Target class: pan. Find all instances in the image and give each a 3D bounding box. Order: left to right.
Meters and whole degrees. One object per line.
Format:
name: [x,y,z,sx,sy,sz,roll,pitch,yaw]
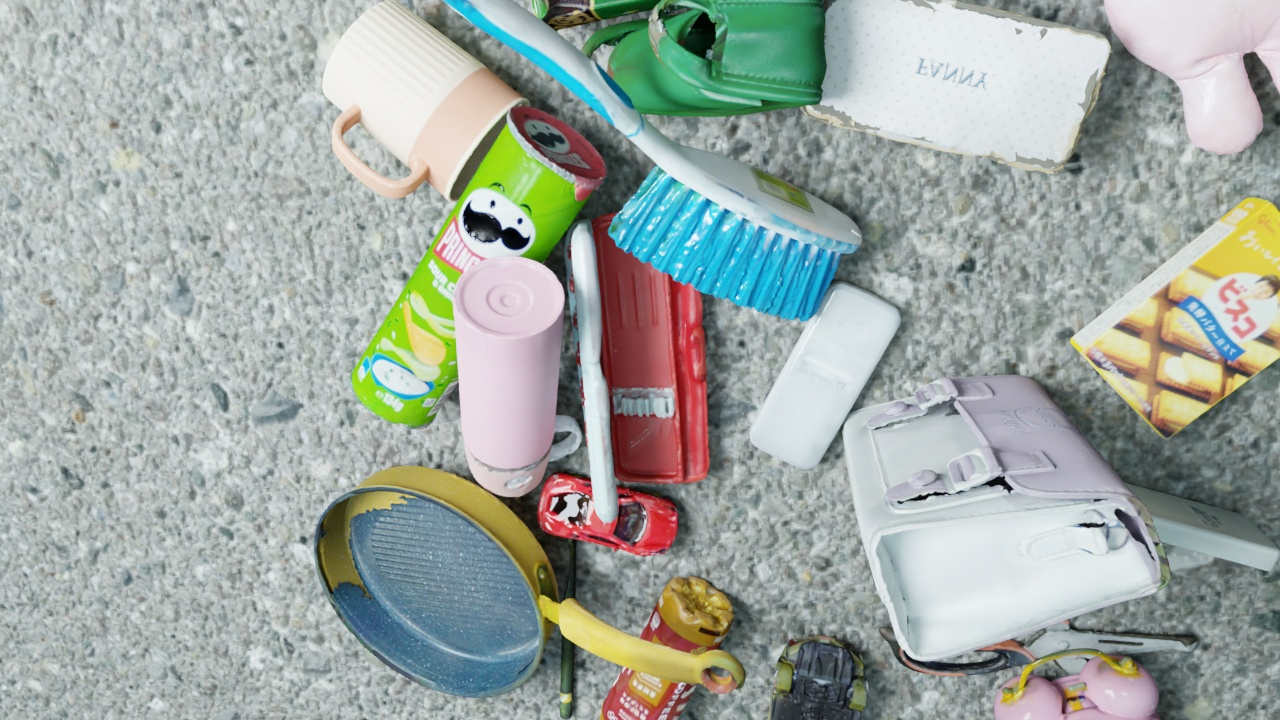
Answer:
pan: [-0.089,0.177,0.653,0.358,0.078,0.198,0,117,24]

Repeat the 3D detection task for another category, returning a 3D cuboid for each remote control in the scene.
remote control: [0.128,0.012,0.646,0.056,0.020,0.136,26,110,1]
remote control: [0.353,0.106,0.624,0.135,0.056,0.019,15,109,3]

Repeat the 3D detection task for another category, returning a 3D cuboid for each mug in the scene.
mug: [-0.147,-0.157,0.589,0.106,0.114,0.082,39,153,-2]

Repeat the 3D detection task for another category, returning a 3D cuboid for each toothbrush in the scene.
toothbrush: [-0.061,0.210,0.741,0.017,0.012,0.186,7,108,12]

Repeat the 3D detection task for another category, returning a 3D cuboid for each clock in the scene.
clock: [0.326,0.273,0.669,0.117,0.059,0.158,-22,112,17]

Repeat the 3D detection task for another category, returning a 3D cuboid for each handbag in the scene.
handbag: [0.038,-0.180,0.533,0.120,0.131,0.068,-6,103,-27]
handbag: [0.205,0.078,0.562,0.145,0.196,0.098,-16,105,12]

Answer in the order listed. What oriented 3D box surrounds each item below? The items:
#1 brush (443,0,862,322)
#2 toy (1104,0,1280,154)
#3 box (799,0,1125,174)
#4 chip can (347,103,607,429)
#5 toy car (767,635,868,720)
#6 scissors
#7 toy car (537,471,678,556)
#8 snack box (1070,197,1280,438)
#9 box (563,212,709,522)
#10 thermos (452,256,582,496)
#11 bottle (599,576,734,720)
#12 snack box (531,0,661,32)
brush: [0.008,-0.109,0.525,0.314,0.060,0.110,16,132,-29]
toy: [0.341,-0.203,0.529,0.121,0.054,0.159,-20,103,21]
box: [0.192,-0.172,0.559,0.184,0.061,0.090,16,109,1]
chip can: [-0.114,-0.053,0.615,0.072,0.072,0.237,37,118,-4]
toy car: [0.131,0.288,0.721,0.070,0.042,0.158,11,108,5]
scissors: [0.293,0.205,0.684,0.189,0.015,0.222,-34,103,18]
toy car: [-0.024,0.116,0.690,0.106,0.031,0.049,14,89,2]
snack box: [0.366,-0.026,0.593,0.087,0.033,0.141,44,106,-7]
box: [-0.005,0.004,0.621,0.095,0.101,0.201,-2,107,10]
thermos: [-0.078,0.020,0.614,0.087,0.067,0.199,-11,144,-15]
bottle: [0.012,0.253,0.719,0.057,0.057,0.175,25,109,0]
snack box: [-0.007,-0.255,0.534,0.105,0.117,0.118,-2,109,4]
